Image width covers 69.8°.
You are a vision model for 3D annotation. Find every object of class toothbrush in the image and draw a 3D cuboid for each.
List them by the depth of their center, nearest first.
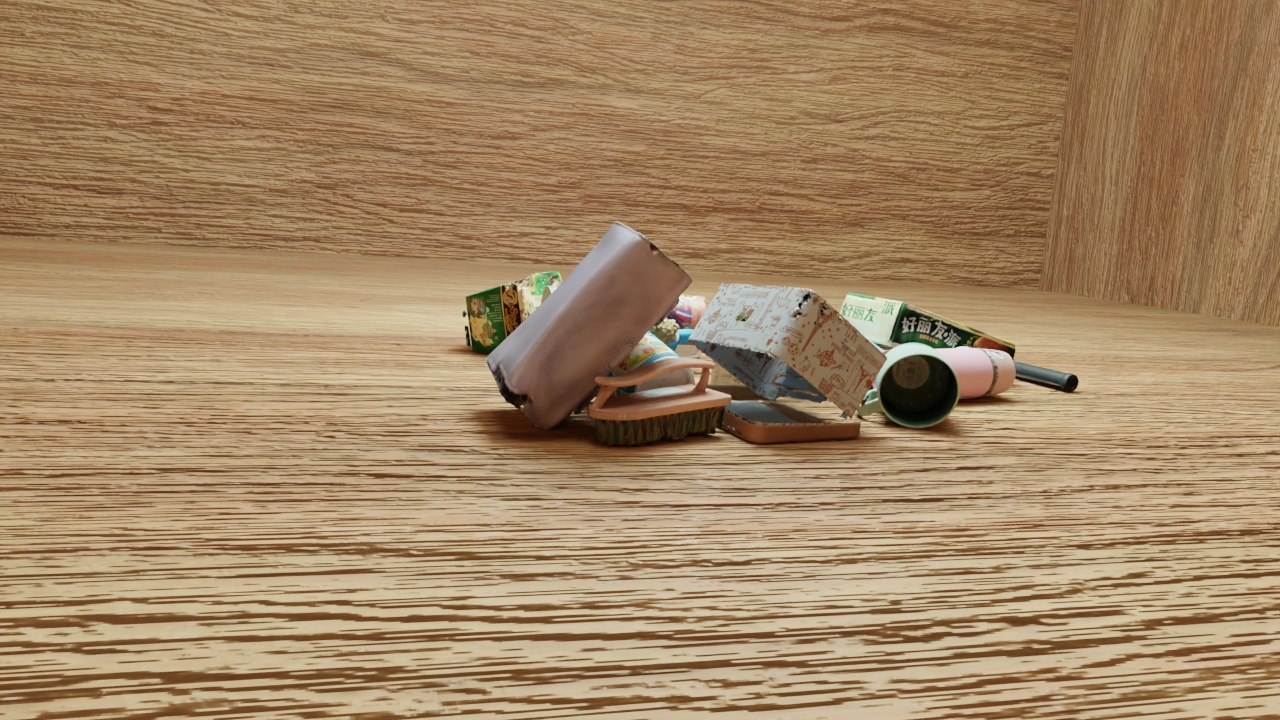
[{"bbox_3d":[0.558,0.013,1.366,0.027,0.026,0.213,42,-6,-23],"label":"toothbrush"}]

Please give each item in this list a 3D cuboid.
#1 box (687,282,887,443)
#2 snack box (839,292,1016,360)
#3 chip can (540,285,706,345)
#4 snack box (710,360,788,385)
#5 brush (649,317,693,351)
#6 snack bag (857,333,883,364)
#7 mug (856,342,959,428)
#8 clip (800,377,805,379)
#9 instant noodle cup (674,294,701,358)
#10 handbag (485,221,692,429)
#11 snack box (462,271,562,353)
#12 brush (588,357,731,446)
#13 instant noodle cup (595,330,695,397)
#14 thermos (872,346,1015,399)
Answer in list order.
[{"bbox_3d":[0.133,0.025,0.962,0.148,0.158,0.182,39,-11,-25],"label":"box"},{"bbox_3d":[0.399,-0.029,1.280,0.239,0.063,0.114,15,3,-29],"label":"snack box"},{"bbox_3d":[-0.020,-0.057,1.208,0.214,0.071,0.071,2,10,-18],"label":"chip can"},{"bbox_3d":[0.142,-0.015,1.153,0.093,0.094,0.077,7,10,14],"label":"snack box"},{"bbox_3d":[0.077,-0.018,1.065,0.254,0.083,0.045,5,45,-10],"label":"brush"},{"bbox_3d":[0.262,-0.029,1.184,0.191,0.039,0.110,35,11,-21],"label":"snack bag"},{"bbox_3d":[0.293,0.031,1.024,0.112,0.082,0.106,-26,3,15],"label":"mug"},{"bbox_3d":[0.226,0.001,1.243,0.076,0.034,0.103,26,16,22],"label":"clip"},{"bbox_3d":[0.029,-0.058,1.352,0.116,0.116,0.124,-5,25,-45],"label":"instant noodle cup"},{"bbox_3d":[-0.049,-0.032,0.880,0.098,0.197,0.145,43,2,-11],"label":"handbag"},{"bbox_3d":[-0.175,-0.060,1.277,0.106,0.118,0.117,-3,6,25],"label":"snack box"},{"bbox_3d":[0.013,0.037,0.859,0.145,0.073,0.063,-6,15,-38],"label":"brush"},{"bbox_3d":[-0.001,0.013,0.961,0.099,0.099,0.110,-2,19,-30],"label":"instant noodle cup"},{"bbox_3d":[0.381,0.011,1.156,0.198,0.067,0.087,-3,36,-30],"label":"thermos"}]
